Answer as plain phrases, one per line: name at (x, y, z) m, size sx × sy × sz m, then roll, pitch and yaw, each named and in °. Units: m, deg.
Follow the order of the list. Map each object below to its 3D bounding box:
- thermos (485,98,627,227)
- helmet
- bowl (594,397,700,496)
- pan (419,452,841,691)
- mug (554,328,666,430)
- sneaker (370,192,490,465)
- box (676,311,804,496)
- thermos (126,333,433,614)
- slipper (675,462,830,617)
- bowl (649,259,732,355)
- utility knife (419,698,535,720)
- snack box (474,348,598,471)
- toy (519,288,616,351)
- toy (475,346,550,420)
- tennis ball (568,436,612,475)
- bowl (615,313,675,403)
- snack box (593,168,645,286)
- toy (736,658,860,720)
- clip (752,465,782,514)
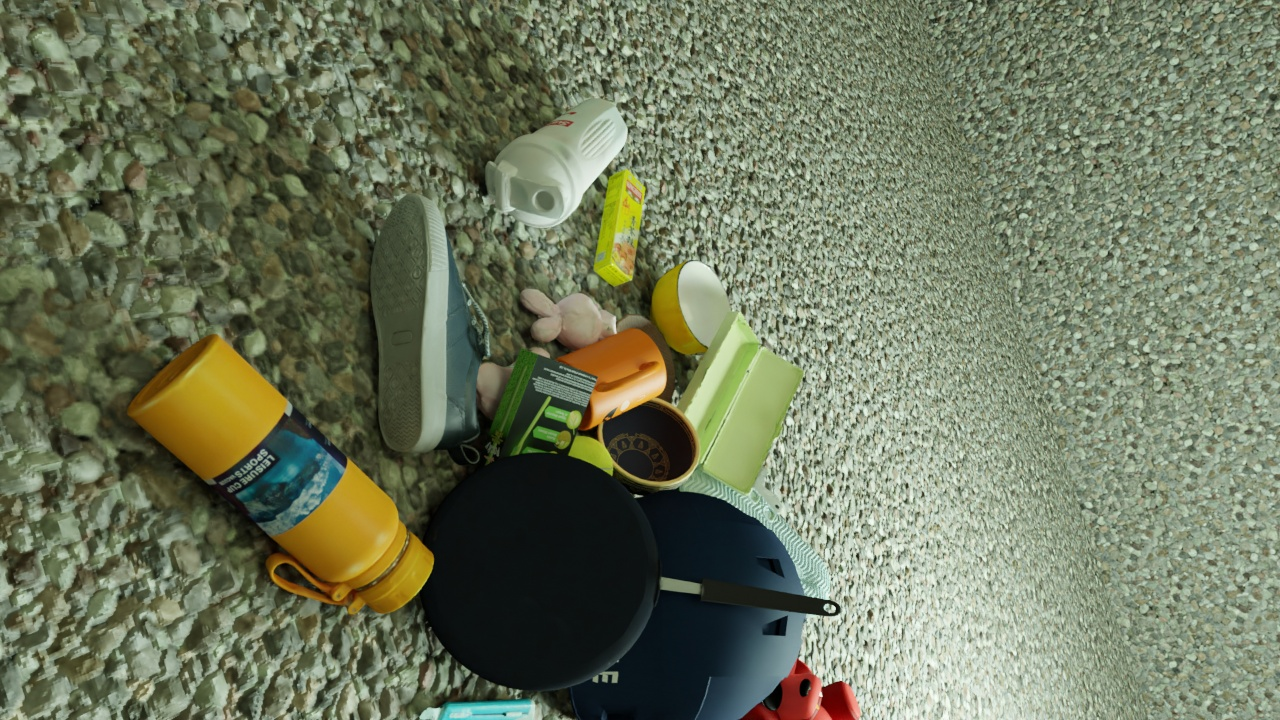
thermos at (-0.086, -0.218, 0.999) m, size 0.099 × 0.100 × 0.219 m, roll 59°, pitch 32°, yaw -18°
helmet at (0.049, 0.245, 0.903) m, size 0.272 × 0.223 × 0.232 m, roll 83°, pitch 5°, yaw -69°
bowl at (0.001, 0.100, 0.983) m, size 0.112 × 0.061 × 0.112 m, roll 11°, pitch 50°, yaw -13°
pan at (-0.005, 0.181, 0.764) m, size 0.356 × 0.021 × 0.198 m, roll 10°, pitch 62°, yaw -4°
mug at (-0.025, 0.017, 0.927) m, size 0.095 × 0.113 × 0.077 m, roll -24°, pitch 97°, yaw -32°
sneaker at (-0.175, -0.028, 0.793) m, size 0.087 × 0.089 × 0.235 m, roll 7°, pitch 75°, yaw -48°
box at (0.111, 0.050, 1.091) m, size 0.140 × 0.047 × 0.187 m, roll 37°, pitch 63°, yaw -18°
thermos at (-0.252, 0.093, 0.656) m, size 0.233 × 0.091 × 0.076 m, roll 52°, pitch 9°, yaw -26°
slipper at (0.127, 0.222, 1.096) m, size 0.245 × 0.074 × 0.103 m, roll 42°, pitch 46°, yaw -11°
bowl at (0.054, -0.059, 1.129) m, size 0.117 × 0.068 × 0.117 m, roll 26°, pitch 55°, yaw -45°
utility knife at (-0.136, 0.296, 0.767) m, size 0.123 × 0.015 × 0.022 m, roll 19°, pitch 86°, yaw -47°
snack box at (-0.100, 0.071, 0.842) m, size 0.080 × 0.025 × 0.147 m, roll 22°, pitch 88°, yaw -47°
toy at (-0.077, -0.041, 0.965) m, size 0.109 × 0.047 × 0.063 m, roll 12°, pitch 58°, yaw -41°
toy at (-0.119, 0.039, 0.870) m, size 0.098 × 0.053 × 0.096 m, roll -18°, pitch 103°, yaw -49°
tennis ball at (-0.060, 0.107, 0.905) m, size 0.065 × 0.065 × 0.065 m, roll 26°, pitch 56°, yaw -46°
bowl at (-0.006, 0.006, 1.051) m, size 0.117 × 0.030 × 0.117 m, roll 26°, pitch 56°, yaw -45°
snack box at (-0.024, -0.160, 1.100) m, size 0.040 × 0.029 × 0.147 m, roll 37°, pitch 48°, yaw -39°
toy at (0.156, 0.390, 1.040) m, size 0.197 × 0.121 × 0.157 m, roll 50°, pitch 43°, yaw -16°
clip at (0.158, 0.182, 1.198) m, size 0.054 × 0.040 × 0.101 m, roll 51°, pitch 40°, yaw -7°
